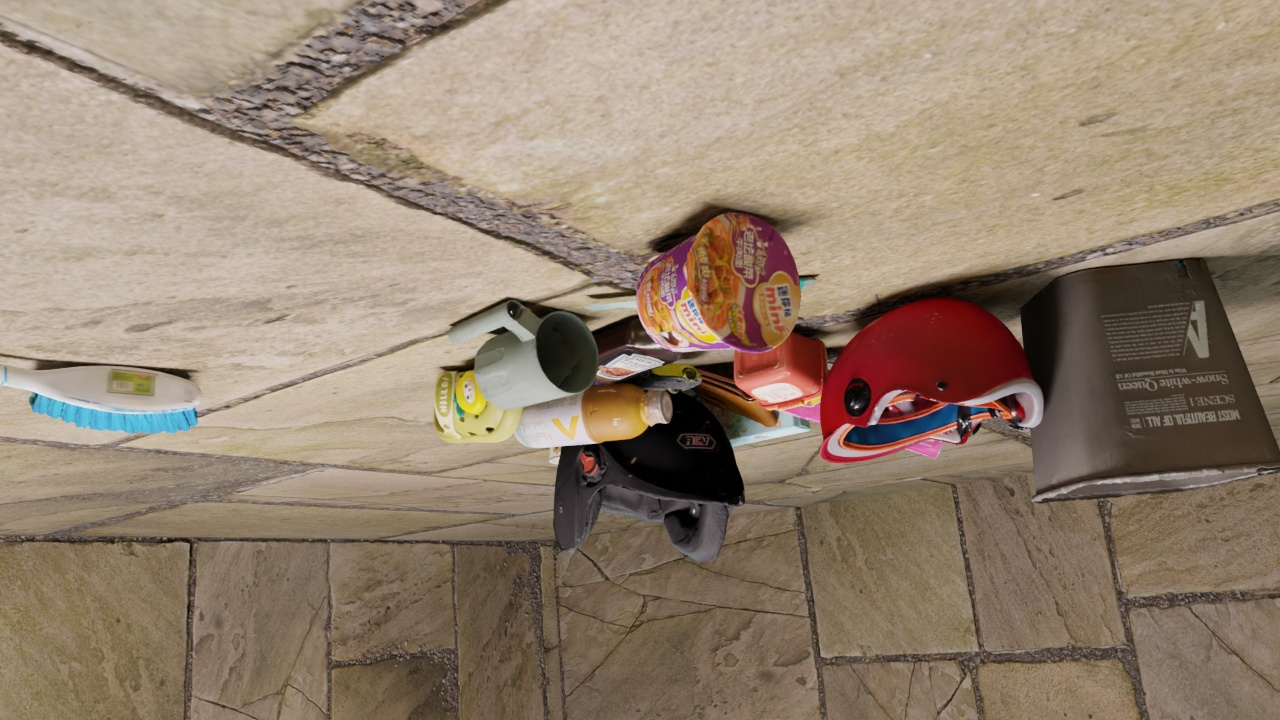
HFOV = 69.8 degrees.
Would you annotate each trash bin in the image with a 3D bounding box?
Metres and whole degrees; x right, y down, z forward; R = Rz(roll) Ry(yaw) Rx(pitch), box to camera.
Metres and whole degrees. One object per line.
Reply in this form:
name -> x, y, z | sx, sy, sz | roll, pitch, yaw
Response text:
trash bin -> 0.507, 0.027, 0.948 | 0.199, 0.219, 0.199 | -5, 166, 2

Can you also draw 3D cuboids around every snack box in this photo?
snack box -> 0.150, 0.076, 1.295 | 0.175, 0.074, 0.051 | -16, 161, 36
snack box -> 0.157, 0.009, 1.046 | 0.091, 0.082, 0.080 | -18, 151, 40

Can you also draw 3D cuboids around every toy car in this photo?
toy car -> 0.022, 0.016, 1.072 | 0.105, 0.032, 0.048 | 6, 156, -25

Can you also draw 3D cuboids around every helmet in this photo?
helmet -> 0.292, 0.017, 0.979 | 0.206, 0.143, 0.241 | 11, 154, -41
helmet -> 0.011, 0.142, 1.192 | 0.233, 0.230, 0.275 | 9, 162, -31

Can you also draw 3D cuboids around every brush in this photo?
brush -> -0.604, 0.024, 0.918 | 0.314, 0.060, 0.110 | 8, 155, -34

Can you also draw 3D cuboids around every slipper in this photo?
slipper -> -0.206, 0.053, 1.074 | 0.081, 0.091, 0.191 | 10, 163, -38

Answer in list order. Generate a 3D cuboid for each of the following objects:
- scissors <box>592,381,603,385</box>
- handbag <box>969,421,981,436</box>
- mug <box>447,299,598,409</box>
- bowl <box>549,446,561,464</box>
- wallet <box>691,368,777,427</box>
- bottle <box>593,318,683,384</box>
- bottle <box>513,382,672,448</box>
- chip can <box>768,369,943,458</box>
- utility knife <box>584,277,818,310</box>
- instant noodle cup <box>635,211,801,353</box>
scissors -> -0.001, 0.007, 1.113 | 0.163, 0.012, 0.175 | -14, 161, 28
handbag -> 0.386, 0.050, 1.190 | 0.068, 0.120, 0.132 | 9, 162, -26
mug -> -0.119, -0.008, 0.915 | 0.104, 0.083, 0.124 | -17, 134, 42
bowl -> -0.086, 0.125, 1.426 | 0.113, 0.062, 0.113 | -4, 164, -1
wallet -> 0.114, 0.045, 1.197 | 0.119, 0.035, 0.130 | 16, 168, 23
bottle -> 0.015, -0.020, 0.955 | 0.079, 0.044, 0.195 | 15, 154, -41
bottle -> -0.056, 0.062, 1.057 | 0.190, 0.068, 0.068 | -7, 166, 23
chip can -> 0.264, 0.055, 1.114 | 0.211, 0.071, 0.071 | 16, 169, 11
utility knife -> 0.057, -0.062, 0.868 | 0.221, 0.013, 0.029 | -7, 167, -2
instant noodle cup -> 0.056, -0.055, 0.738 | 0.111, 0.111, 0.099 | 5, 171, -33
